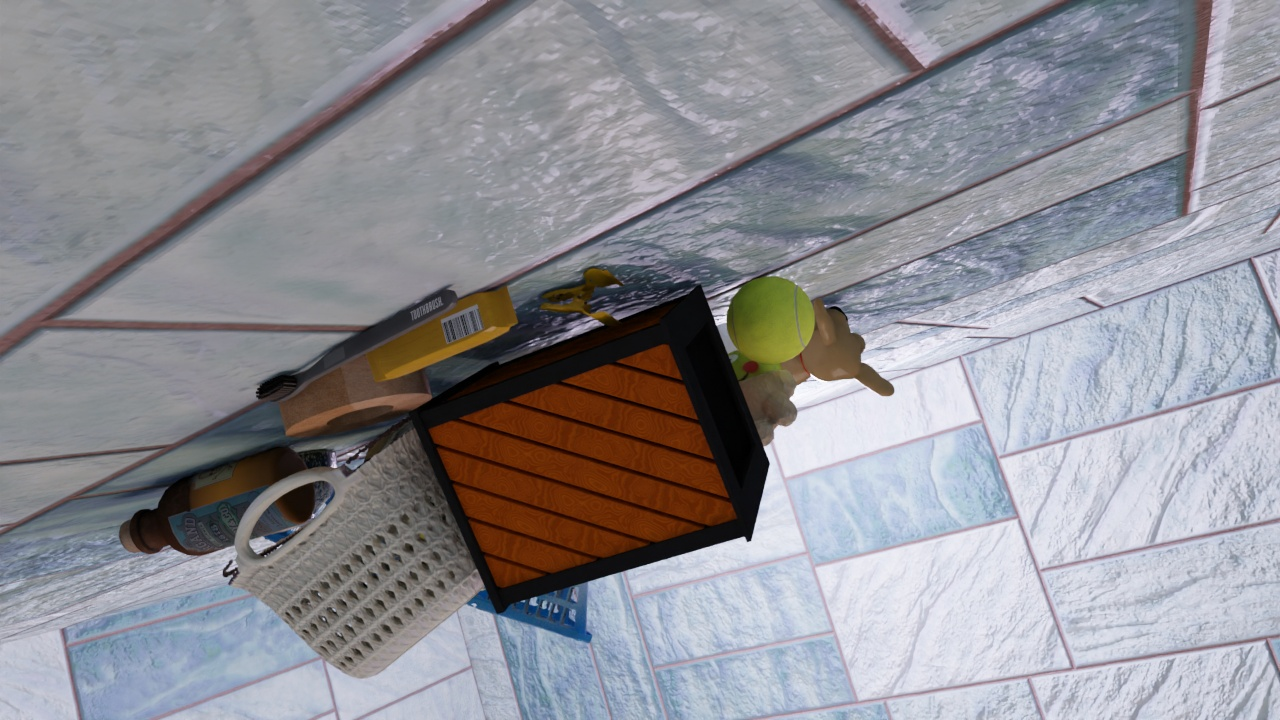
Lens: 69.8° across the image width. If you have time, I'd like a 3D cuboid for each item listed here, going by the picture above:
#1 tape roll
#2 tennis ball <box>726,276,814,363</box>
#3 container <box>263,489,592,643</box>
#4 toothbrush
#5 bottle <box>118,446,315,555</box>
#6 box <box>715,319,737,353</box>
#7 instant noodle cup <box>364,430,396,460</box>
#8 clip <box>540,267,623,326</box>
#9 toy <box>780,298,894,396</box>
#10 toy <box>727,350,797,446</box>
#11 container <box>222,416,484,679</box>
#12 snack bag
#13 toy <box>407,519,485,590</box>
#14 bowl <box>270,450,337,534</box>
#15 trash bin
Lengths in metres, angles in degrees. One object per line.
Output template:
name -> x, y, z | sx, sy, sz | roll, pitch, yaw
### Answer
tape roll -> -0.185, 0.023, 0.595 | 0.094, 0.027, 0.094 | -17, 171, -3
tennis ball -> 0.097, -0.030, 0.684 | 0.065, 0.065, 0.065 | -17, 171, -3
container -> -0.228, 0.225, 1.078 | 0.362, 0.089, 0.257 | 20, 166, -5
toothbrush -> -0.162, -0.006, 0.515 | 0.168, 0.012, 0.013 | -22, 162, 30
bottle -> -0.361, 0.127, 0.775 | 0.157, 0.068, 0.068 | -18, 171, 6
box -> 0.036, 0.010, 0.821 | 0.107, 0.095, 0.103 | -16, 134, -29
instant noodle cup -> -0.217, 0.113, 0.909 | 0.100, 0.100, 0.112 | -19, 164, 11
clip -> -0.032, -0.034, 0.544 | 0.046, 0.047, 0.054 | -43, 170, 5
toy -> 0.174, -0.006, 0.917 | 0.108, 0.134, 0.105 | -25, -149, 38
toy -> 0.079, 0.033, 0.715 | 0.092, 0.043, 0.118 | -41, -153, -3
container -> -0.182, 0.126, 0.708 | 0.185, 0.143, 0.251 | -41, -179, 9
snack bag -> -0.112, -0.014, 0.514 | 0.099, 0.026, 0.020 | -22, 170, 20
toy -> -0.125, 0.134, 0.887 | 0.214, 0.084, 0.149 | -43, 152, -3
bowl -> -0.337, 0.129, 0.862 | 0.114, 0.060, 0.114 | -16, 173, -2
trash bin -> -0.024, 0.053, 0.614 | 0.172, 0.140, 0.139 | -20, -172, 16
